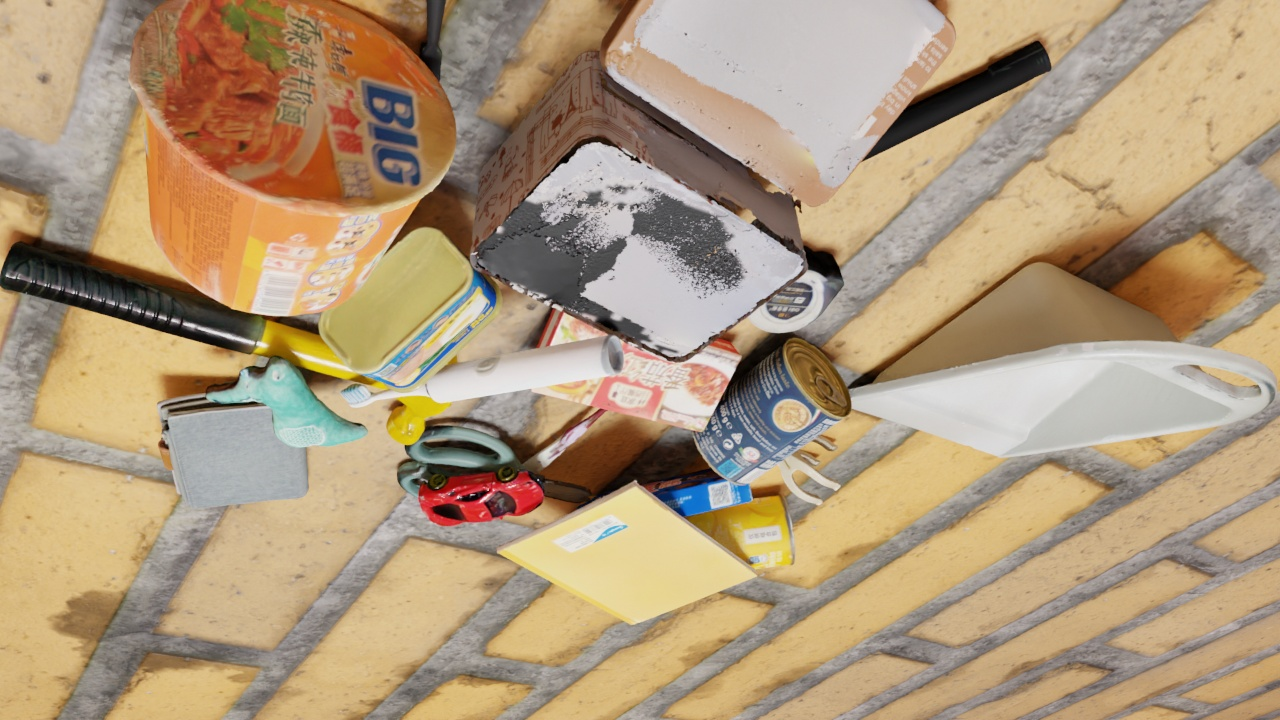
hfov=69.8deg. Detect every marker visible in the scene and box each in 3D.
[{"bbox_3d":[0.188,-0.159,0.572,0.132,0.020,0.022,-24,148,16],"label":"marker"}]

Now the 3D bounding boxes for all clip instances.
[{"bbox_3d":[0.137,0.093,0.816,0.101,0.096,0.035,9,137,-36],"label":"clip"}]

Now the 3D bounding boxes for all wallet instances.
[{"bbox_3d":[-0.320,0.068,0.725,0.106,0.037,0.130,-4,141,-21],"label":"wallet"}]

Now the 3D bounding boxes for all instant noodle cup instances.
[{"bbox_3d":[-0.186,-0.102,0.482,0.151,0.151,0.112,14,142,-24],"label":"instant noodle cup"}]

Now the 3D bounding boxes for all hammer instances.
[{"bbox_3d":[-0.268,-0.018,0.639,0.300,0.032,0.129,18,132,-28],"label":"hammer"}]

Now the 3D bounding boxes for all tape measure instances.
[{"bbox_3d":[0.104,-0.053,0.667,0.065,0.033,0.066,16,131,-23],"label":"tape measure"}]

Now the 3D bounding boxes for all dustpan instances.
[{"bbox_3d":[0.336,0.035,0.729,0.222,0.142,0.259,17,131,-27],"label":"dustpan"}]

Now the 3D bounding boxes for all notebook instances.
[{"bbox_3d":[-0.006,0.179,0.815,0.146,0.010,0.206,-28,136,22],"label":"notebook"}]

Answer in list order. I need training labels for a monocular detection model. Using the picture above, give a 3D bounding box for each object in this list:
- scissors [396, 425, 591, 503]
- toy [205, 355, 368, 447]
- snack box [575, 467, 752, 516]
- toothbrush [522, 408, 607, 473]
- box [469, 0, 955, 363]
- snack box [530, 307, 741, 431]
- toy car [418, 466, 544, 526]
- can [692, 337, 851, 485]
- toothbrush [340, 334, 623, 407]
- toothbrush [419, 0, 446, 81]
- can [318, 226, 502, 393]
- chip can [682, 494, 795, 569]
[{"bbox_3d":[-0.132,0.115,0.810,0.185,0.019,0.130,29,129,-24],"label":"scissors"},{"bbox_3d":[-0.254,0.031,0.653,0.096,0.030,0.092,-7,135,9],"label":"toy"},{"bbox_3d":[0.020,0.124,0.821,0.157,0.026,0.084,-14,180,5],"label":"snack box"},{"bbox_3d":[-0.061,0.062,0.782,0.016,0.017,0.188,31,128,-27],"label":"toothbrush"},{"bbox_3d":[0.039,-0.129,0.533,0.178,0.102,0.262,25,133,-32],"label":"box"},{"bbox_3d":[-0.004,0.004,0.700,0.152,0.025,0.075,15,112,-26],"label":"snack box"},{"bbox_3d":[-0.134,0.117,0.778,0.106,0.031,0.049,-8,136,7],"label":"toy car"},{"bbox_3d":[0.104,0.043,0.744,0.075,0.075,0.111,26,128,-33],"label":"can"},{"bbox_3d":[-0.115,0.012,0.627,0.221,0.026,0.026,-9,129,24],"label":"toothbrush"},{"bbox_3d":[-0.095,-0.226,0.442,0.026,0.027,0.213,-8,142,-25],"label":"toothbrush"},{"bbox_3d":[-0.144,-0.031,0.582,0.102,0.057,0.083,-43,173,-4],"label":"can"},{"bbox_3d":[0.038,0.177,0.886,0.213,0.072,0.072,-8,139,-2],"label":"chip can"}]
